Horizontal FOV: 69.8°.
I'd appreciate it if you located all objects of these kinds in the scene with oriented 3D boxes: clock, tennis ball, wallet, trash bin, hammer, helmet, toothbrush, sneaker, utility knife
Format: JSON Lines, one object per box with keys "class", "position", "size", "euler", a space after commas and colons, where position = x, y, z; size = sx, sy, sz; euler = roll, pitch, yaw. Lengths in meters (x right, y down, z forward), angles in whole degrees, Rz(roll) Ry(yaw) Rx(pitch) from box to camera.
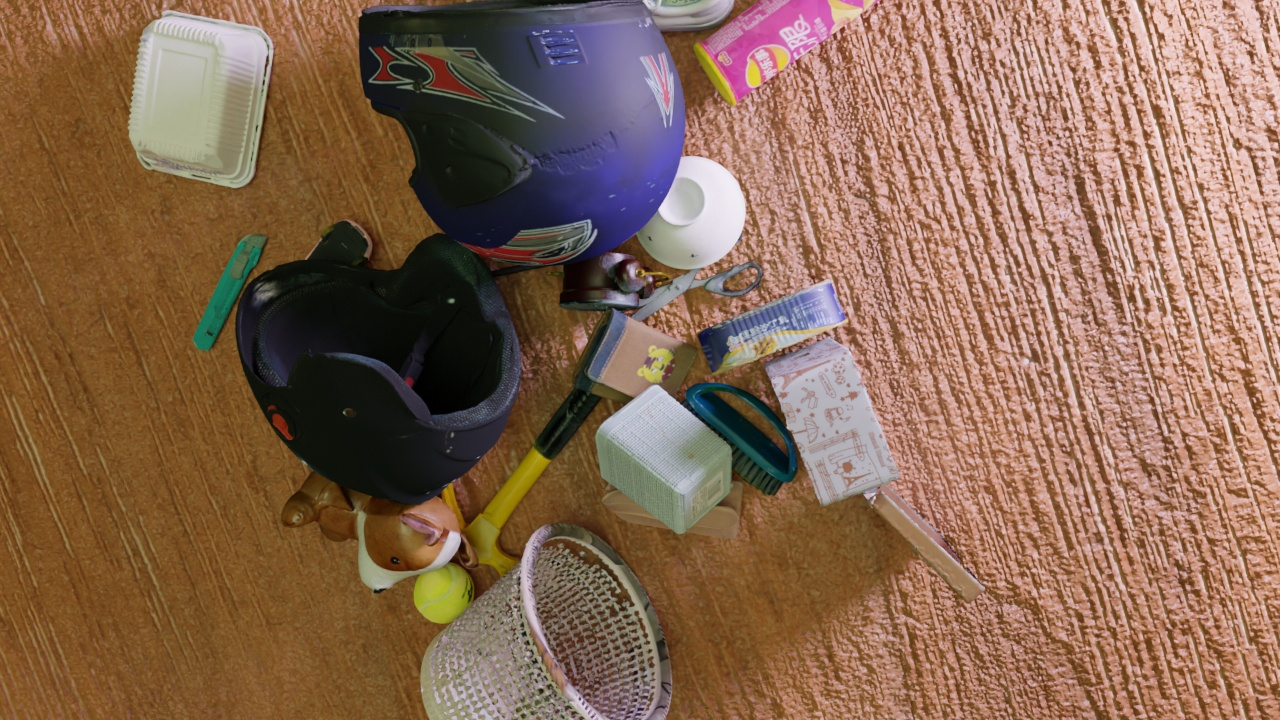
{"class": "clock", "position": [-0.030, -0.080, 0.941], "size": [0.122, 0.082, 0.055], "euler": [-1, 86, 17]}
{"class": "tennis ball", "position": [-0.216, 0.255, 1.008], "size": [0.065, 0.065, 0.065], "euler": [1, 96, 5]}
{"class": "wallet", "position": [-0.006, 0.006, 0.950], "size": [0.115, 0.033, 0.090], "euler": [23, 98, -33]}
{"class": "trash bin", "position": [-0.108, 0.310, 0.943], "size": [0.192, 0.227, 0.227], "euler": [-34, 92, 21]}
{"class": "hammer", "position": [-0.105, 0.097, 0.996], "size": [0.129, 0.032, 0.301], "euler": [38, 99, -1]}
{"class": "helmet", "position": [-0.256, 0.014, 0.902], "size": [0.275, 0.232, 0.231], "euler": [21, 128, 5]}
{"class": "toothbrush", "position": [-0.161, -0.090, 0.989], "size": [0.181, 0.015, 0.018], "euler": [-13, 101, 8]}
{"class": "helmet", "position": [-0.113, -0.213, 0.864], "size": [0.316, 0.246, 0.241], "euler": [11, 116, 28]}
{"class": "sneaker", "position": [-0.029, -0.367, 0.906], "size": [0.242, 0.090, 0.089], "euler": [3, 96, 6]}
{"class": "utility knife", "position": [-0.458, -0.077, 1.020], "size": [0.029, 0.013, 0.151], "euler": [30, 98, 3]}

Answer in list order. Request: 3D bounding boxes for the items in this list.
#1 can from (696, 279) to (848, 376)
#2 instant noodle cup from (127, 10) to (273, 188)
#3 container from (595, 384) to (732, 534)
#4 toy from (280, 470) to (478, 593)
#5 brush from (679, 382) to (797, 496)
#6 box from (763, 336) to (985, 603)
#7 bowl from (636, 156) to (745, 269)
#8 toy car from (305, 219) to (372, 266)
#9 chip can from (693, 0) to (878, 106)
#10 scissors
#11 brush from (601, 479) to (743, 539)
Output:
{"class": "can", "position": [0.133, -0.034, 0.937], "size": [0.148, 0.074, 0.049], "euler": [-22, 90, 7]}
{"class": "instant noodle cup", "position": [-0.476, -0.281, 0.977], "size": [0.138, 0.060, 0.173], "euler": [13, 99, 4]}
{"class": "container", "position": [0.026, 0.101, 0.913], "size": [0.089, 0.090, 0.111], "euler": [-36, 55, -25]}
{"class": "toy", "position": [-0.273, 0.176, 0.964], "size": [0.200, 0.140, 0.130], "euler": [11, 76, 17]}
{"class": "brush", "position": [0.107, 0.073, 0.954], "size": [0.144, 0.055, 0.074], "euler": [40, 113, 4]}
{"class": "box", "position": [0.220, 0.108, 0.891], "size": [0.105, 0.178, 0.260], "euler": [-24, 93, 7]}
{"class": "bowl", "position": [0.045, -0.155, 0.927], "size": [0.118, 0.064, 0.118], "euler": [0, 89, 9]}
{"class": "toy car", "position": [-0.336, -0.100, 0.996], "size": [0.056, 0.037, 0.123], "euler": [47, 111, 2]}
{"class": "chip can", "position": [0.158, -0.340, 0.901], "size": [0.211, 0.071, 0.071], "euler": [-34, 92, 8]}
{"class": "scissors", "position": [0.042, -0.086, 0.972], "size": [0.168, 0.014, 0.156], "euler": [12, 97, 9]}
{"class": "brush", "position": [0.033, 0.148, 0.968], "size": [0.146, 0.073, 0.063], "euler": [7, 99, 7]}
